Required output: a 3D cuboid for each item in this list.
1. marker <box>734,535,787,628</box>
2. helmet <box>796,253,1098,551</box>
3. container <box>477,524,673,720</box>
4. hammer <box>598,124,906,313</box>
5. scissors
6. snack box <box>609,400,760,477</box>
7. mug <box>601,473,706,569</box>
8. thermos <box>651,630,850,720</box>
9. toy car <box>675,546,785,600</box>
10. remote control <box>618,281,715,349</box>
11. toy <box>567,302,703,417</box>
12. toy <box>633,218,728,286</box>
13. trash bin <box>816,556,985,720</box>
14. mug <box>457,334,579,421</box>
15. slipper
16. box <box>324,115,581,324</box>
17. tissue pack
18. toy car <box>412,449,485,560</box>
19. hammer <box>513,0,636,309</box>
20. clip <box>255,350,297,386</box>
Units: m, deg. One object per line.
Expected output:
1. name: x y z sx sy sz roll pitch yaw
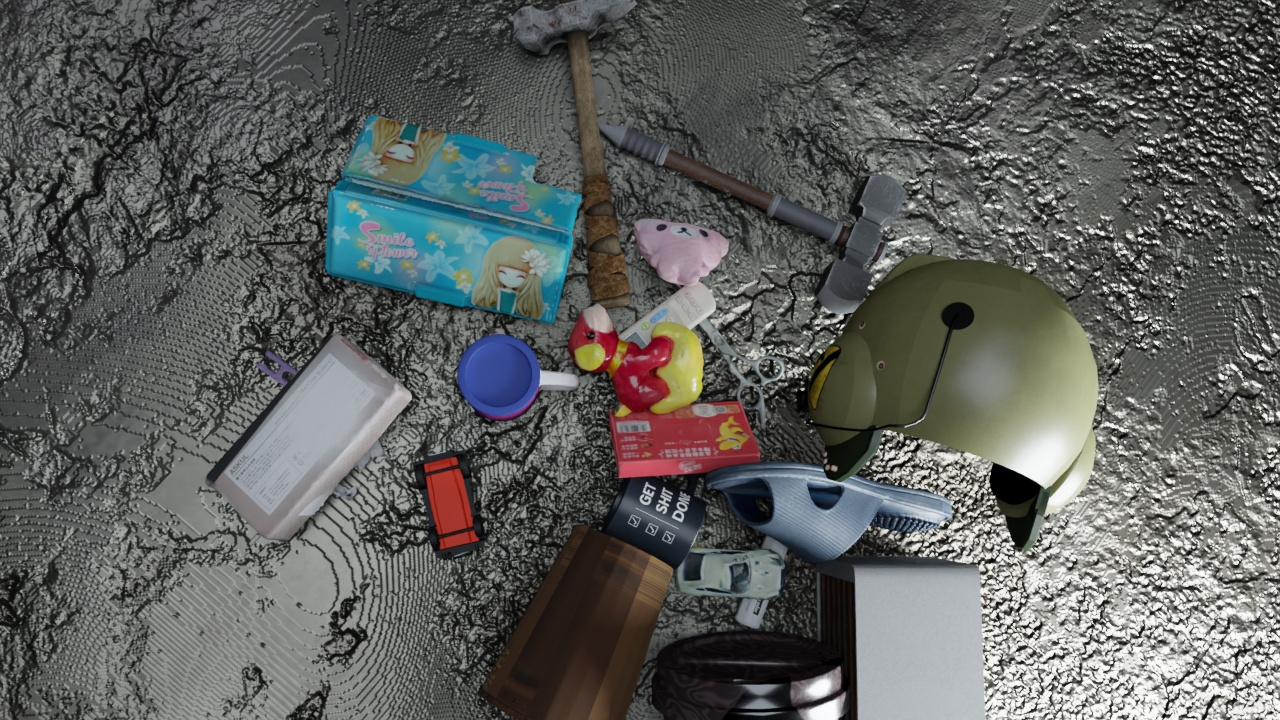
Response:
1. marker: 0.126 0.199 0.899 0.025 0.025 0.125 23 81 -3
2. helmet: 0.274 0.024 0.811 0.250 0.256 0.232 20 82 -5
3. container: -0.049 0.246 0.828 0.132 0.132 0.167 26 75 -2
4. hammer: 0.102 -0.175 0.941 0.322 0.043 0.156 24 81 0
5. scissors: 0.080 -0.005 0.928 0.171 0.014 0.090 31 97 8
6. snack box: 0.040 0.074 0.879 0.133 0.089 0.021 -3 122 -7
7. mug: 0.018 0.137 0.879 0.077 0.071 0.104 26 54 -2
8. thermos: 0.099 0.373 0.808 0.172 0.173 0.226 -1 89 -6
9. toy car: 0.085 0.203 0.877 0.105 0.033 0.048 0 73 14
10. remote control: 0.019 -0.031 0.915 0.125 0.018 0.038 -37 87 -1
11. toy: -0.005 0.005 0.881 0.137 0.067 0.105 20 92 -9
12. toy: 0.039 -0.105 0.904 0.099 0.095 0.053 12 126 -4
13. trash bin: 0.237 0.302 0.851 0.114 0.114 0.228 1 82 -6
14. mug: -0.114 0.018 0.871 0.112 0.076 0.075 2 82 -6
15. slipper: 0.176 0.150 0.856 0.263 0.101 0.082 12 73 -23
16. box: -0.175 -0.137 0.877 0.227 0.083 0.172 13 91 -4
17. tissue pack: -0.300 0.076 0.855 0.104 0.071 0.181 37 81 12
18. toy car: -0.178 0.136 0.862 0.051 0.049 0.100 -14 84 -7
19. hammer: -0.048 -0.211 0.917 0.122 0.049 0.318 -8 88 13
20. clip: -0.341 0.009 0.880 0.053 0.013 0.037 19 80 -1
